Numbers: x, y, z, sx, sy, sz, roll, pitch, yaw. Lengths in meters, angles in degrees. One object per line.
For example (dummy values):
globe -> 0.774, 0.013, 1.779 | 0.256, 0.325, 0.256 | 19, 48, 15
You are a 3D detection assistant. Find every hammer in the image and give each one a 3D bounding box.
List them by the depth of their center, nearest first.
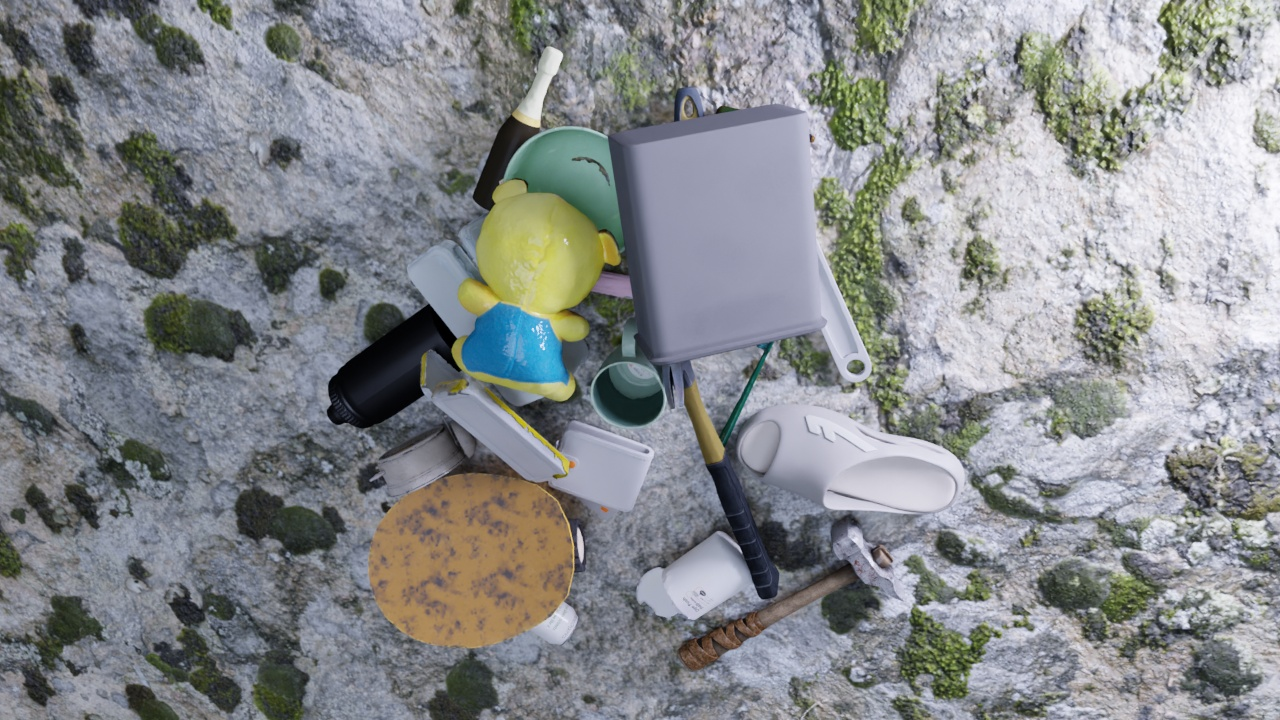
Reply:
hammer -> 0.096, 0.134, 1.059 | 0.025, 0.117, 0.333 | -16, 109, 19
hammer -> 0.180, 0.318, 1.169 | 0.319, 0.048, 0.121 | -35, 105, 23

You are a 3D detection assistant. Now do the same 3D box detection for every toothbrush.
toothbrush -> 0.005, -0.079, 1.043 | 0.222, 0.027, 0.026 | 11, 96, 5
toothbrush -> 0.116, 0.047, 1.081 | 0.017, 0.016, 0.190 | 21, 114, -2

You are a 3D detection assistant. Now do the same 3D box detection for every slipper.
slipper -> 0.242, 0.130, 1.058 | 0.266, 0.080, 0.113 | 15, 117, 4

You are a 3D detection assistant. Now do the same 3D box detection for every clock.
clock -> -0.257, 0.110, 1.139 | 0.156, 0.103, 0.061 | -28, 99, -7

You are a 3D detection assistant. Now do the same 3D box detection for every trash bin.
trash bin -> 0.078, -0.127, 0.923 | 0.191, 0.097, 0.220 | -12, 113, -8

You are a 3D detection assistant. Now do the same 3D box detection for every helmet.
helmet -> -0.197, 0.247, 1.156 | 0.255, 0.131, 0.205 | -8, 81, 5

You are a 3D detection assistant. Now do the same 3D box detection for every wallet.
wallet -> -0.057, 0.143, 1.142 | 0.118, 0.037, 0.115 | 19, 114, -2

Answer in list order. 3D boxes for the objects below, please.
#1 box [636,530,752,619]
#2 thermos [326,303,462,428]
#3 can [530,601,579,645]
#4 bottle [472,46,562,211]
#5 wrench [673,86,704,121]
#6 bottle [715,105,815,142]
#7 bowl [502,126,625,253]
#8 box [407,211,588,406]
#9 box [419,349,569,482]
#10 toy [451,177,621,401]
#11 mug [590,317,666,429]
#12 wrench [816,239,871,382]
box -> 0.064, 0.284, 1.156 | 0.166, 0.092, 0.083 | -37, 105, 12
thermos -> -0.293, 0.012, 1.102 | 0.199, 0.086, 0.086 | -31, 104, 20
can -> -0.135, 0.333, 1.223 | 0.101, 0.054, 0.055 | 36, 113, -6
bottle -> -0.128, -0.248, 0.988 | 0.045, 0.045, 0.185 | 27, 114, -2
wrench -> 0.062, -0.155, 0.996 | 0.073, 0.022, 0.273 | -6, 106, 3
bottle -> 0.129, -0.242, 0.955 | 0.106, 0.025, 0.025 | 14, 114, 4
bowl -> -0.067, -0.181, 0.985 | 0.151, 0.076, 0.151 | 2, 115, 5
box -> -0.144, -0.066, 1.049 | 0.106, 0.126, 0.215 | -17, 114, 50
box -> -0.170, 0.072, 1.050 | 0.057, 0.117, 0.210 | -51, 136, -9
toy -> -0.110, -0.067, 0.942 | 0.149, 0.084, 0.214 | 16, 102, -12
mug -> -0.006, 0.006, 1.039 | 0.084, 0.103, 0.111 | 2, 113, 9
wrench -> 0.182, -0.090, 1.014 | 0.087, 0.018, 0.273 | -21, 108, 17
